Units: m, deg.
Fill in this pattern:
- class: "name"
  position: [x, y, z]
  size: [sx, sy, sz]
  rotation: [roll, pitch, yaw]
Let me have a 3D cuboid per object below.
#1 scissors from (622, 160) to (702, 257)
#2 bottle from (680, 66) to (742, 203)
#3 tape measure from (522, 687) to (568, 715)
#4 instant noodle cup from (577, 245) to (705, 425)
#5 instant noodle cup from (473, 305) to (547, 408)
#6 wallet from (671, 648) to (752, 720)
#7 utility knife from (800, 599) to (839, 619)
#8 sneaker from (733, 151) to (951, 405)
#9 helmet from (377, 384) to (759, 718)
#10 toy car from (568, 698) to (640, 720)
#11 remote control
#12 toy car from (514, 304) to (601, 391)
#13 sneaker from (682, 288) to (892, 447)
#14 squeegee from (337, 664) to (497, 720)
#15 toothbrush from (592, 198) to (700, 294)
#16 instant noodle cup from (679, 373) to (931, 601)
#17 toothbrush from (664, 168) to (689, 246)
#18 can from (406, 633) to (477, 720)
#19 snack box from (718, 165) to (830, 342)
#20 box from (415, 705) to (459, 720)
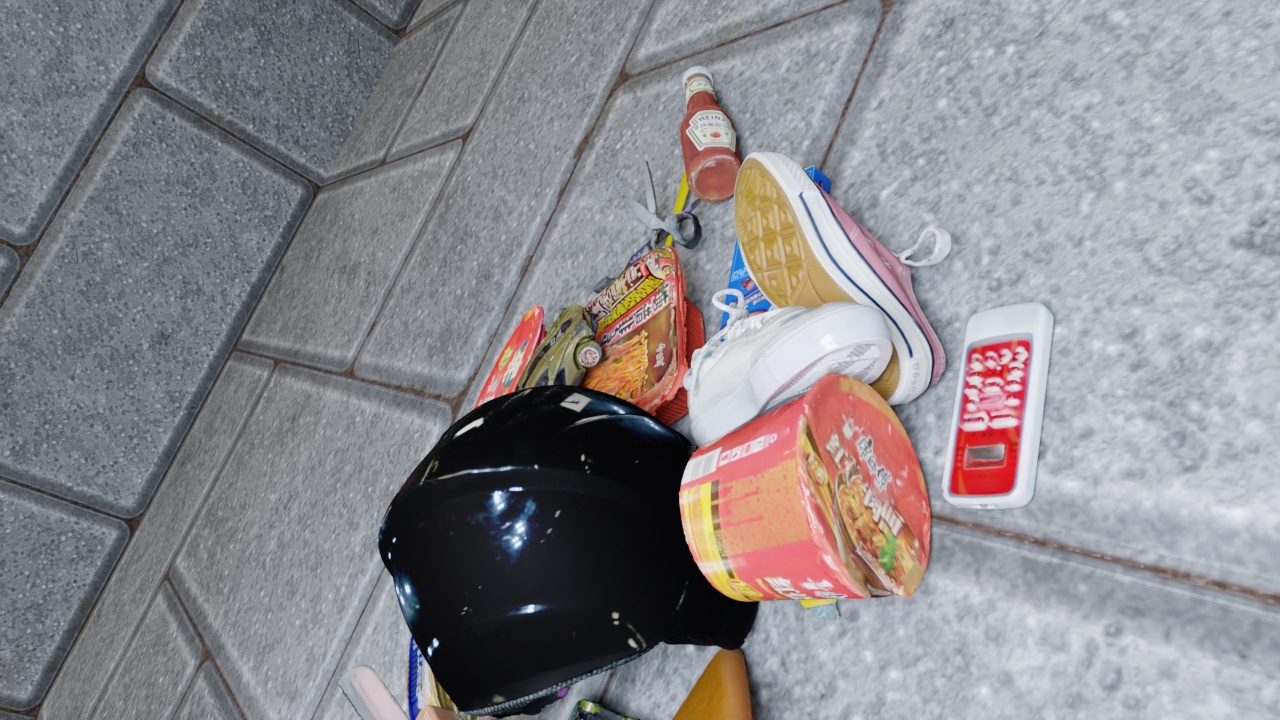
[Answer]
- class: "scissors"
  position: [0.014, -0.140, 0.948]
  size: [0.160, 0.014, 0.175]
  rotation: [-4, 71, 54]
- class: "bottle"
  position: [0.070, -0.248, 0.972]
  size: [0.060, 0.059, 0.205]
  rotation: [-38, 36, 30]
- class: "tape measure"
  position: [-0.085, 0.264, 0.781]
  size: [0.058, 0.039, 0.057]
  rotation: [-54, 32, 17]
- class: "instant noodle cup"
  position: [-0.005, 0.005, 0.846]
  size: [0.165, 0.079, 0.188]
  rotation: [-35, 38, 34]
- class: "instant noodle cup"
  position: [-0.123, 0.041, 0.964]
  size: [0.194, 0.066, 0.193]
  rotation: [-54, 19, 27]
- class: "wallet"
  position: [0.032, 0.254, 0.581]
  size: [0.119, 0.035, 0.130]
  rotation: [-61, -1, 5]
- class: "utility knife"
  position: [0.110, 0.116, 0.655]
  size: [0.033, 0.015, 0.164]
  rotation: [-45, 35, 26]
- class: "sneaker"
  position: [0.153, -0.068, 0.682]
  size: [0.241, 0.087, 0.119]
  rotation: [59, 146, 34]
- class: "helmet"
  position: [-0.058, 0.127, 0.674]
  size: [0.234, 0.230, 0.274]
  rotation: [-25, 16, 23]
- class: "toy car"
  position: [-0.022, 0.281, 0.680]
  size: [0.091, 0.036, 0.043]
  rotation: [-4, 59, 54]
- class: "remote control"
  position: [0.222, 0.026, 0.571]
  size: [0.056, 0.020, 0.135]
  rotation: [-11, 55, 51]
- class: "toy car"
  position: [-0.085, 0.023, 0.834]
  size: [0.158, 0.042, 0.070]
  rotation: [-62, 26, 2]
- class: "sneaker"
  position: [0.091, -0.007, 0.642]
  size: [0.243, 0.089, 0.090]
  rotation: [132, 125, -65]
- class: "squeegee"
  position: [-0.132, 0.284, 0.765]
  size: [0.040, 0.248, 0.249]
  rotation: [-25, 14, 9]
- class: "toothbrush"
  position: [0.003, -0.118, 0.974]
  size: [0.190, 0.016, 0.014]
  rotation: [-38, 42, 44]
- class: "instant noodle cup"
  position: [0.099, 0.087, 0.575]
  size: [0.109, 0.138, 0.137]
  rotation: [-23, 46, 41]
- class: "toothbrush"
  position: [0.045, -0.162, 0.978]
  size: [0.016, 0.016, 0.189]
  rotation: [-17, 50, 48]
- class: "can"
  position: [-0.175, 0.286, 0.853]
  size: [0.049, 0.074, 0.148]
  rotation: [-46, 34, 24]
- class: "snack box"
  position: [0.118, -0.090, 0.804]
  size: [0.085, 0.026, 0.156]
  rotation: [-19, 50, 47]
- class: "box"
  position: [-0.121, 0.343, 0.592]
  size: [0.181, 0.153, 0.182]
  rotation: [28, 87, 26]
